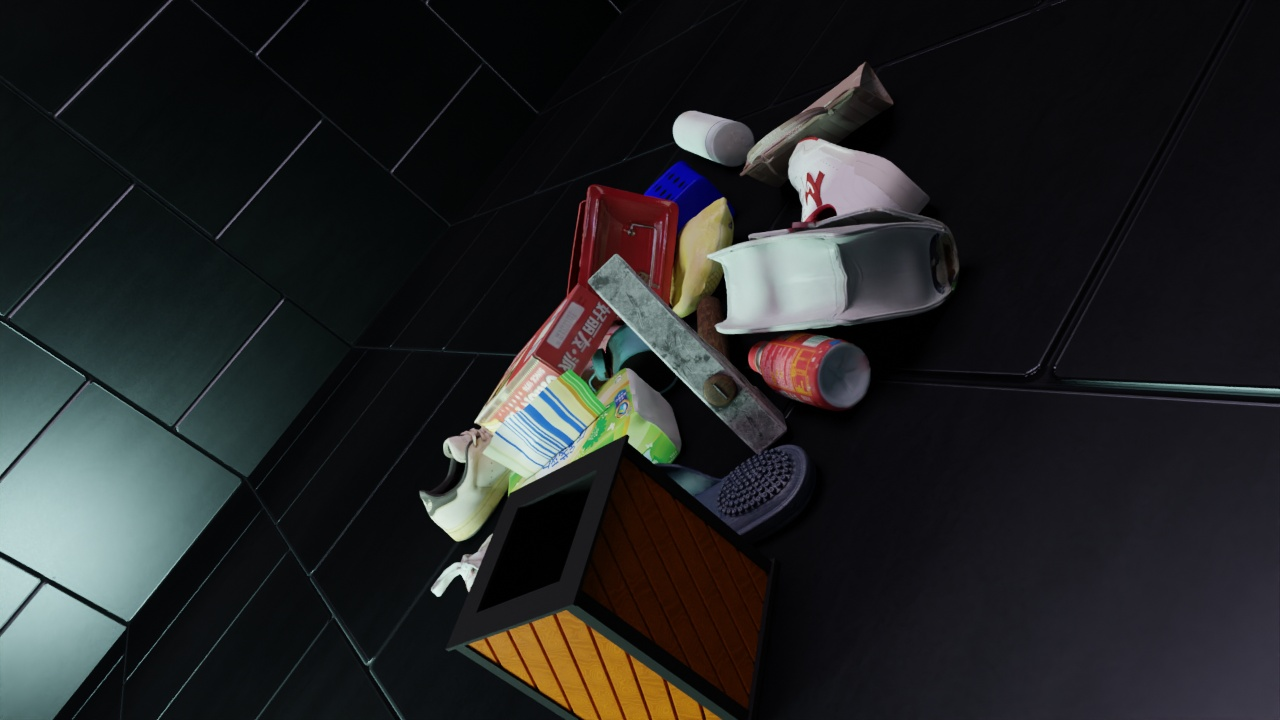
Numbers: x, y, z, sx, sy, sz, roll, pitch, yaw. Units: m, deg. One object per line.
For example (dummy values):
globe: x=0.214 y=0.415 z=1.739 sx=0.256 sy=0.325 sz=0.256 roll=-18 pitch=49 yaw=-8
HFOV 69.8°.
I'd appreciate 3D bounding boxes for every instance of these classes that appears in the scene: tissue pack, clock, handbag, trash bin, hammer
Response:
tissue pack: x=-0.073 y=0.090 z=0.971 sx=0.198 sy=0.141 sz=0.120 roll=-45 pitch=23 yaw=8
clock: x=-0.006 y=0.006 z=1.057 sx=0.124 sy=0.090 sz=0.053 roll=-38 pitch=35 yaw=23
handbag: x=0.185 y=-0.269 z=1.075 sx=0.176 sy=0.062 sz=0.197 roll=-33 pitch=-2 yaw=32
trash bin: x=-0.014 y=0.180 z=0.681 sx=0.140 sy=0.172 sz=0.139 roll=-30 pitch=29 yaw=38
handbag: x=0.167 y=-0.080 z=0.828 sx=0.141 sy=0.096 sz=0.199 roll=-12 pitch=5 yaw=-29
hammer: x=0.048 y=-0.044 z=0.931 sx=0.037 sy=0.217 sz=0.300 roll=-43 pitch=11 yaw=14

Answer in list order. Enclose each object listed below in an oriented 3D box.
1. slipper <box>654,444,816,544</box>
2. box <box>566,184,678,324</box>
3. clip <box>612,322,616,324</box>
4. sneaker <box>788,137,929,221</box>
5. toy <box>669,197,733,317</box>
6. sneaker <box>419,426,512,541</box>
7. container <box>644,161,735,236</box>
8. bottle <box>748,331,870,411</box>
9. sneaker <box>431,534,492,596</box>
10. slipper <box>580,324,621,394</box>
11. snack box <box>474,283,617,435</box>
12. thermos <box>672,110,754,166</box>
slipper: x=0.028 y=0.133 z=0.801 sx=0.264 sy=0.082 sz=0.101 roll=-32 pitch=30 yaw=34
box: x=-0.023 y=-0.126 z=1.179 sx=0.127 sy=0.137 sz=0.157 roll=147 pitch=132 yaw=-74
clip: x=-0.039 y=-0.071 z=1.280 sx=0.054 sy=0.043 sz=0.101 roll=-53 pitch=48 yaw=18
sneaker: x=0.200 y=-0.163 z=0.971 sx=0.104 sy=0.090 sz=0.236 roll=-53 pitch=25 yaw=6
toy: x=0.075 y=-0.130 z=1.155 sx=0.155 sy=0.064 sz=0.170 roll=-61 pitch=13 yaw=23
sneaker: x=-0.201 y=0.115 z=1.213 sx=0.241 sy=0.102 sz=0.089 roll=-54 pitch=23 yaw=-14
container: x=0.067 y=-0.215 z=1.280 sx=0.085 sy=0.084 sz=0.113 roll=-44 pitch=24 yaw=7
bottle: x=0.142 y=0.005 z=0.823 sx=0.062 sy=0.062 sz=0.138 roll=-52 pitch=22 yaw=-8
sneaker: x=-0.148 y=0.232 z=0.951 sx=0.118 sy=0.088 sz=0.241 roll=-48 pitch=22 yaw=2
slipper: x=-0.054 y=-0.006 z=1.199 sx=0.222 sy=0.055 sz=0.106 roll=-4 pitch=47 yaw=56
snack box: x=-0.117 y=0.011 z=1.092 sx=0.237 sy=0.060 sz=0.113 roll=-40 pitch=18 yaw=56
thermos: x=0.111 y=-0.350 z=1.440 sx=0.068 sy=0.068 sz=0.230 roll=-46 pitch=23 yaw=6
